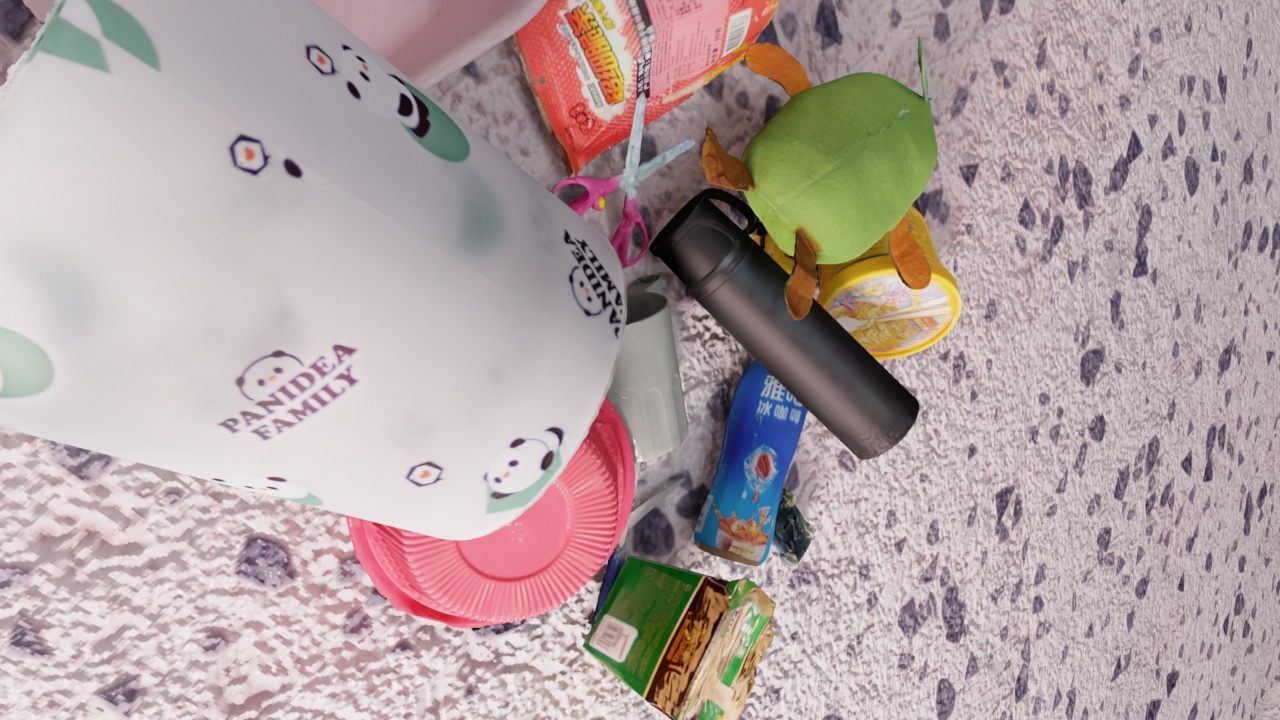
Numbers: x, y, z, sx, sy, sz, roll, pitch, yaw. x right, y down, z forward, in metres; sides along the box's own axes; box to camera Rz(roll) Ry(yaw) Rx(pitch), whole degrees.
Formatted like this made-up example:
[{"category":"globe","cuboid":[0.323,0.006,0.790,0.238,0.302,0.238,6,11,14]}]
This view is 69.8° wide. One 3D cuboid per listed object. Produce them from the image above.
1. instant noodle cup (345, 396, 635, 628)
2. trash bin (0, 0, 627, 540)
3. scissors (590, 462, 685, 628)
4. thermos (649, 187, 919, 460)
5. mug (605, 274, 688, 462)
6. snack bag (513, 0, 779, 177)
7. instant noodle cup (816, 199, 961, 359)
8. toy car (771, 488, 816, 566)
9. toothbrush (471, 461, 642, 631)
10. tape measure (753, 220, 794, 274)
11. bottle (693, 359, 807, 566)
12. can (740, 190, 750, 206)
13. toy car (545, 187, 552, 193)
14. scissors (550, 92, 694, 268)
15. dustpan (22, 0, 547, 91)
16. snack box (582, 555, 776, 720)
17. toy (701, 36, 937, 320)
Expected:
[{"category":"instant noodle cup","cuboid":[-0.086,0.094,0.582,0.193,0.066,0.194,-5,105,-19]},{"category":"trash bin","cuboid":[-0.158,-0.042,0.418,0.251,0.230,0.229,29,78,-36]},{"category":"scissors","cuboid":[-0.023,0.142,0.708,0.175,0.012,0.162,-20,117,-43]},{"category":"thermos","cuboid":[0.120,-0.033,0.721,0.242,0.069,0.089,44,66,-13]},{"category":"mug","cuboid":[-0.004,0.004,0.677,0.123,0.084,0.103,-44,127,-57]},{"category":"snack bag","cuboid":[0.006,-0.232,0.652,0.207,0.073,0.129,-37,133,-25]},{"category":"instant noodle cup","cuboid":[0.205,-0.080,0.794,0.118,0.119,0.114,35,41,-39]},{"category":"toy car","cuboid":[0.127,0.150,0.835,0.042,0.034,0.090,-55,129,-23]},{"category":"toothbrush","cuboid":[-0.058,0.132,0.687,0.188,0.014,0.017,-45,135,-26]},{"category":"tape measure","cuboid":[0.125,-0.101,0.795,0.060,0.029,0.057,5,93,-41]},{"category":"bottle","cuboid":[0.104,0.061,0.780,0.065,0.065,0.218,22,82,-41]},{"category":"can","cuboid":[0.137,-0.173,0.773,0.116,0.059,0.058,-48,124,-24]},{"category":"toy car","cuboid":[-0.110,-0.094,0.583,0.120,0.045,0.053,1,94,-46]},{"category":"scissors","cuboid":[-0.009,-0.123,0.664,0.133,0.017,0.134,-34,133,-21]},{"category":"dustpan","cuboid":[-0.165,-0.229,0.452,0.272,0.139,0.222,-48,125,-25]},{"category":"snack box","cuboid":[0.026,0.211,0.693,0.118,0.106,0.117,-62,147,-16]},{"category":"toy","cuboid":[0.147,-0.144,0.691,0.246,0.090,0.227,-37,95,-31]}]
